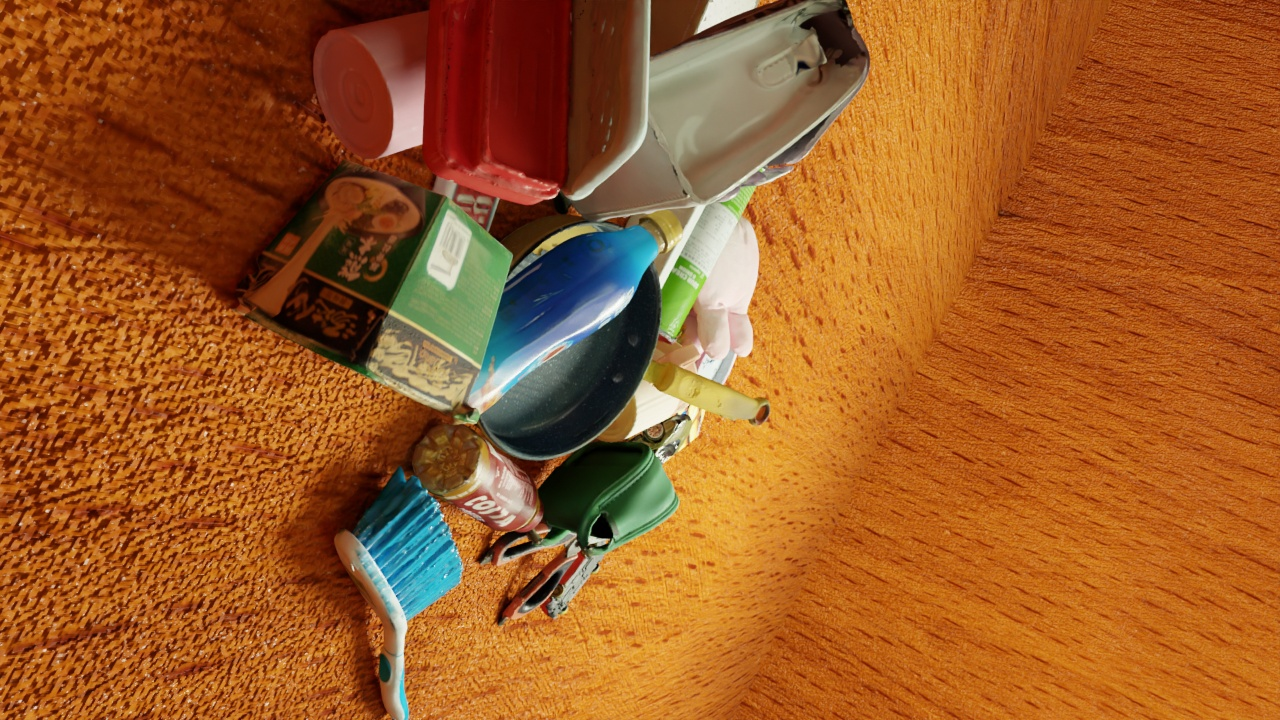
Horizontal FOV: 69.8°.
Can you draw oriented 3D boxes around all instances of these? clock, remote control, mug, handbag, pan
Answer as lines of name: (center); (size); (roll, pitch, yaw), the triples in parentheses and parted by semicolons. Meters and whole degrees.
clock: (0.053, -0.002, 1.016); (0.158, 0.060, 0.117); (-15, 127, -58)
remote control: (-0.121, -0.092, 0.612); (0.055, 0.020, 0.136); (-8, 122, -63)
mug: (0.004, 0.021, 0.890); (0.115, 0.081, 0.105); (-34, 174, 37)
handbag: (0.032, -0.153, 0.574); (0.144, 0.197, 0.098); (-37, 108, -13)
pan: (-0.005, 0.005, 0.776); (0.357, 0.078, 0.198); (20, 96, -52)
handbag: (-0.038, 0.132, 0.856); (0.120, 0.131, 0.068); (-40, 111, -29)
remote control: (0.017, -0.120, 0.821); (0.135, 0.056, 0.019); (-63, 157, -1)

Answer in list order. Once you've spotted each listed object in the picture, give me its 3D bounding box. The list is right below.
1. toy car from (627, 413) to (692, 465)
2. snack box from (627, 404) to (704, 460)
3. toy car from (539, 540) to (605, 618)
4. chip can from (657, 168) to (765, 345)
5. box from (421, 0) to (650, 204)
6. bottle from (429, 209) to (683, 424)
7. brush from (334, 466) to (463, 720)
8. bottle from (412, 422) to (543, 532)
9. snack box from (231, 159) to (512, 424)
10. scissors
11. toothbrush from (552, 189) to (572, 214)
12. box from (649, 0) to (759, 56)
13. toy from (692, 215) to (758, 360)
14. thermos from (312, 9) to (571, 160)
toy car: (-0.010, 0.107, 0.970); (0.158, 0.042, 0.070); (-34, 160, 5)
snack box: (0.033, 0.075, 1.094); (0.140, 0.034, 0.087); (-29, 139, -49)
toy car: (-0.077, 0.244, 1.048); (0.106, 0.031, 0.049); (-47, 153, -29)
chip can: (0.055, -0.133, 0.864); (0.236, 0.072, 0.072); (-62, 157, -3)
box: (-0.042, -0.186, 0.453); (0.095, 0.102, 0.201); (13, 71, -40)
bottle: (-0.057, -0.041, 0.630); (0.218, 0.065, 0.065); (-37, 148, -24)
brush: (-0.194, 0.209, 0.755); (0.109, 0.060, 0.315); (-42, 152, -27)
bottle: (-0.127, 0.105, 0.764); (0.057, 0.057, 0.175); (-57, 156, -13)
snack box: (-0.139, -0.042, 0.515); (0.105, 0.117, 0.118); (-64, 155, -6)
scissors: (-0.078, 0.192, 0.952); (0.222, 0.015, 0.189); (-42, 147, -6)
toothbrush: (-0.065, -0.175, 0.647); (0.017, 0.012, 0.186); (-50, 154, -28)
box: (0.030, -0.241, 0.715); (0.089, 0.062, 0.184); (10, 105, -66)
toy: (0.086, -0.081, 0.958); (0.121, 0.054, 0.159); (-4, 93, -51)
thermos: (-0.086, -0.182, 0.522); (0.198, 0.067, 0.087); (-34, 121, -40)
